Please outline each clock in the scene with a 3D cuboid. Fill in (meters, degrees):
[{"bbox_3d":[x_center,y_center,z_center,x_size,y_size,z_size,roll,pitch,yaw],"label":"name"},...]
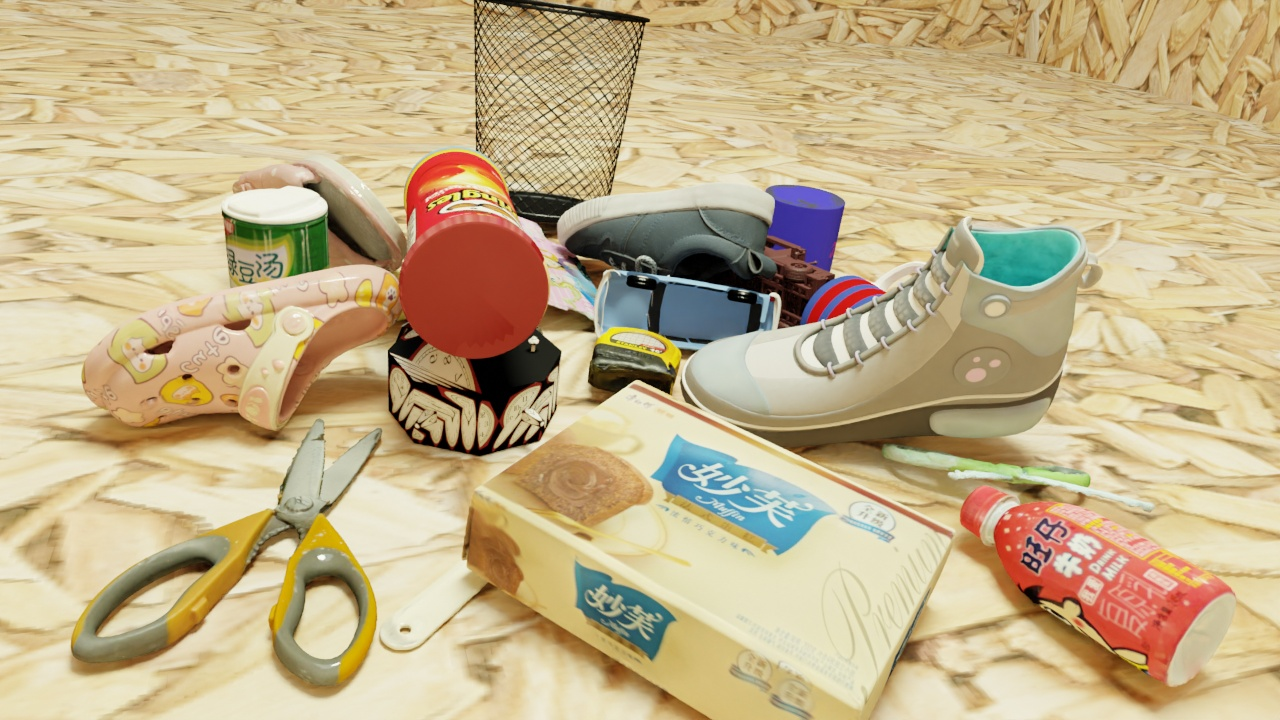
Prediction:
[{"bbox_3d":[-0.115,-0.003,0.636,0.114,0.065,0.154,0,28,-14],"label":"clock"}]

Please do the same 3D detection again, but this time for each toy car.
[{"bbox_3d":[0.036,-0.038,0.746,0.153,0.056,0.055,7,8,-12],"label":"toy car"},{"bbox_3d":[0.113,-0.074,0.828,0.061,0.070,0.170,-12,28,-33],"label":"toy car"}]

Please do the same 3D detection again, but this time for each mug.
[{"bbox_3d":[0.142,-0.126,0.920,0.111,0.084,0.079,6,27,-3],"label":"mug"},{"bbox_3d":[0.190,-0.033,0.726,0.075,0.112,0.076,36,7,-38],"label":"mug"}]

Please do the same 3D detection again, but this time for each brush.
[{"bbox_3d":[-0.066,0.095,0.517,0.033,0.012,0.217,20,31,23],"label":"brush"}]

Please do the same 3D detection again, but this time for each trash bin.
[{"bbox_3d":[-0.095,-0.264,0.974,0.184,0.210,0.184,7,19,-3],"label":"trash bin"}]

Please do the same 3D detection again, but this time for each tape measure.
[{"bbox_3d":[-0.004,0.004,0.680,0.065,0.037,0.064,9,27,-1],"label":"tape measure"}]

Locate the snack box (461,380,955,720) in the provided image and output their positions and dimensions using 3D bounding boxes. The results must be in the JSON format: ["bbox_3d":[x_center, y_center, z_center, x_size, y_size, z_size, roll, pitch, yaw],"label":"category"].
[{"bbox_3d":[0.037,0.096,0.474,0.207,0.055,0.152,25,32,23],"label":"snack box"}]

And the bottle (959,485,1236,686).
[{"bbox_3d":[0.238,0.112,0.500,0.061,0.062,0.137,-11,26,-31],"label":"bottle"}]

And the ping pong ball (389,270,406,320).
[{"bbox_3d":[-0.196,-0.052,0.741,0.040,0.040,0.040,6,27,-3],"label":"ping pong ball"}]

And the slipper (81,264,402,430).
[{"bbox_3d":[-0.237,0.001,0.574,0.197,0.093,0.081,-21,73,-19],"label":"slipper"}]

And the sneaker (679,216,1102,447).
[{"bbox_3d":[0.152,-0.023,0.594,0.257,0.161,0.092,-2,50,4],"label":"sneaker"}]

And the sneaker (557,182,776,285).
[{"bbox_3d":[0.018,-0.099,0.815,0.236,0.087,0.089,0,-10,42],"label":"sneaker"}]

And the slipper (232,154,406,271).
[{"bbox_3d":[-0.275,-0.110,0.746,0.275,0.114,0.054,11,53,51],"label":"slipper"}]

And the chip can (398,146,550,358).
[{"bbox_3d":[-0.118,-0.082,0.619,0.087,0.087,0.213,0,24,-14],"label":"chip can"}]

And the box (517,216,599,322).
[{"bbox_3d":[-0.119,-0.097,0.830,0.160,0.062,0.230,-1,28,-16],"label":"box"}]

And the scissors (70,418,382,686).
[{"bbox_3d":[-0.200,0.090,0.487,0.175,0.016,0.225,-1,27,-16],"label":"scissors"}]

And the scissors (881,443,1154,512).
[{"bbox_3d":[0.233,0.073,0.583,0.171,0.021,0.173,9,5,-44],"label":"scissors"}]

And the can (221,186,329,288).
[{"bbox_3d":[-0.253,-0.056,0.644,0.067,0.121,0.067,6,27,-3],"label":"can"}]
